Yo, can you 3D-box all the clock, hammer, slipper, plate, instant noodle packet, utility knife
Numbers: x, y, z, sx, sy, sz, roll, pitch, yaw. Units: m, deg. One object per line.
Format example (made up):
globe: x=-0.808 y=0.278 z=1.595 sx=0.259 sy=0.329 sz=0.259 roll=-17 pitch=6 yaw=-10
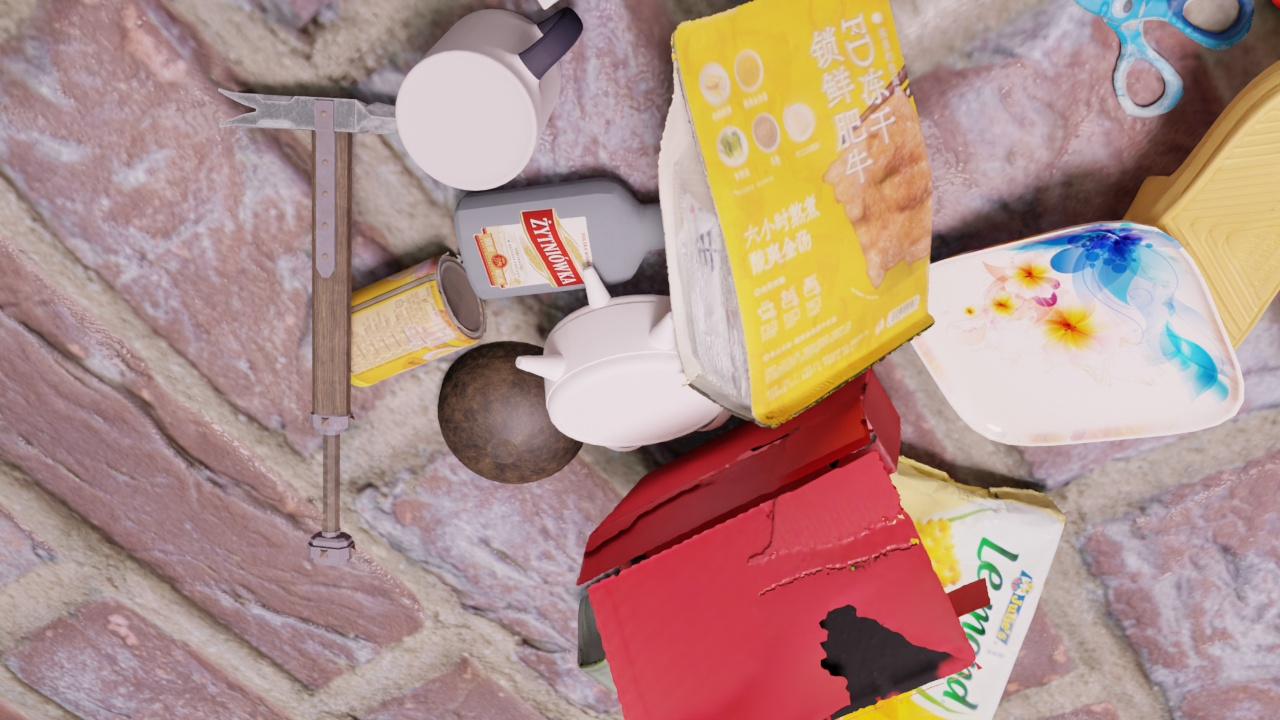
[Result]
clock: x=-0.004 y=0.004 z=0.642 sx=0.125 sy=0.072 sz=0.161 roll=-16 pitch=150 yaw=15
hammer: x=-0.201 y=-0.012 z=0.610 sx=0.147 sy=0.028 sz=0.317 roll=5 pitch=101 yaw=5
slipper: x=0.348 y=-0.081 z=0.561 sx=0.099 sy=0.078 sz=0.264 roll=21 pitch=143 yaw=7
plate: x=0.280 y=-0.013 z=0.611 sx=0.187 sy=0.016 sz=0.187 roll=-12 pitch=128 yaw=43
instant noodle packet: x=0.091 y=-0.098 z=0.532 sx=0.162 sy=0.084 sz=0.222 roll=-28 pitch=123 yaw=-28
utility knife: x=0.105 y=0.013 z=0.685 sx=0.210 sy=0.015 sz=0.031 roll=-35 pitch=111 yaw=21

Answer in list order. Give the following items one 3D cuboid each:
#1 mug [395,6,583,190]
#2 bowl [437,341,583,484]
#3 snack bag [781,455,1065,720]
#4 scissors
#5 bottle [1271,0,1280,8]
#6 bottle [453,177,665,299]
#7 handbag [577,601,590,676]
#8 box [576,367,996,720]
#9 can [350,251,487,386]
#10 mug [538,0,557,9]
mug: x=-0.079 y=-0.164 z=0.534 sx=0.112 sy=0.096 sz=0.078 roll=-32 pitch=116 yaw=23
bowl: x=-0.100 y=0.052 z=0.703 sx=0.121 sy=0.056 sz=0.121 roll=2 pitch=124 yaw=3
snack bag: x=0.214 y=0.199 z=0.721 sx=0.159 sy=0.068 sz=0.247 roll=19 pitch=94 yaw=-11
scissors: x=0.289 y=-0.210 z=0.525 sx=0.141 sy=0.014 sz=0.091 roll=39 pitch=120 yaw=-18
bottle: x=0.317 y=-0.223 z=0.497 sx=0.119 sy=0.036 sz=0.036 roll=16 pitch=123 yaw=-5
bottle: x=-0.037 y=-0.084 z=0.614 sx=0.161 sy=0.046 sz=0.072 roll=-5 pitch=123 yaw=8
handbag: x=0.008 y=0.255 z=0.800 sx=0.067 sy=0.106 sz=0.122 roll=-35 pitch=114 yaw=21
box: x=0.070 y=0.117 z=0.580 sx=0.211 sy=0.314 sz=0.124 roll=-30 pitch=115 yaw=19
can: x=-0.167 y=-0.028 z=0.650 sx=0.105 sy=0.067 sz=0.068 roll=-20 pitch=120 yaw=16
mug: x=-0.054 y=-0.246 z=0.498 sx=0.114 sy=0.080 sz=0.087 roll=-11 pitch=121 yaw=49
